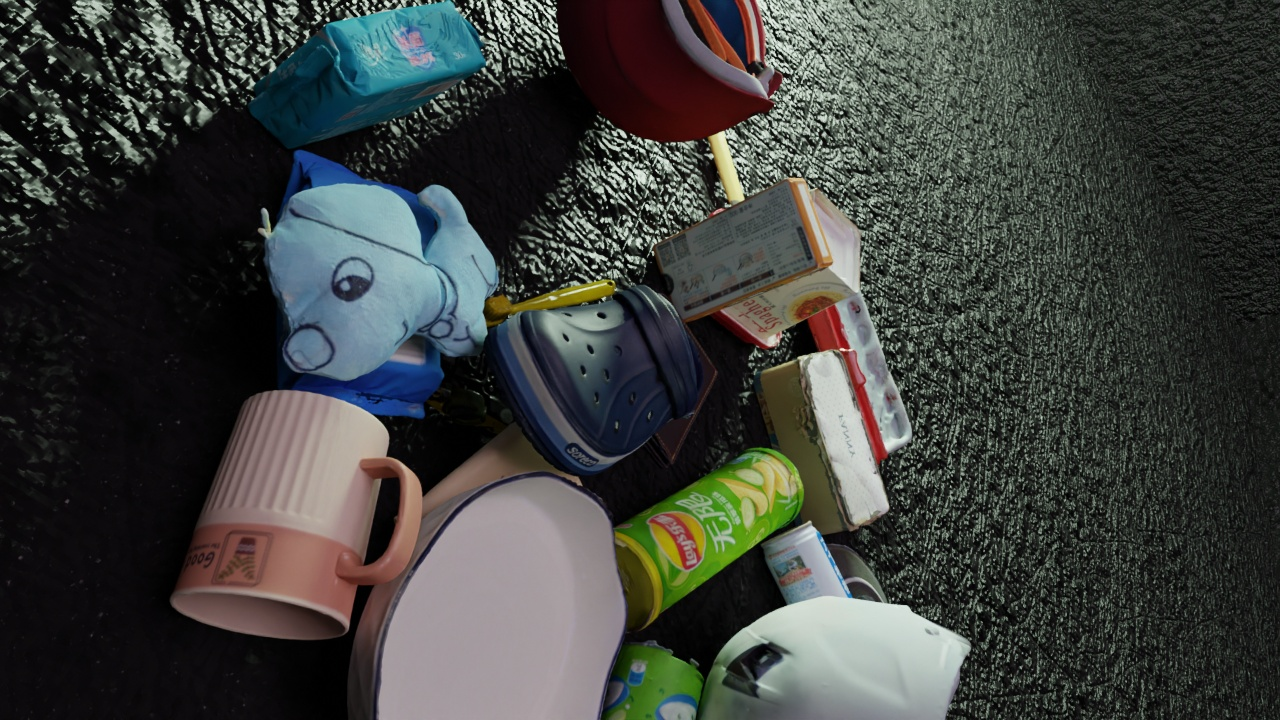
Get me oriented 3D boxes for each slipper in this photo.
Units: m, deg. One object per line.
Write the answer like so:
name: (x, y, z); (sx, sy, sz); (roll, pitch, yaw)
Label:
slipper: (-0.004, 0.004, 0.612); (0.105, 0.095, 0.252); (61, 22, 8)

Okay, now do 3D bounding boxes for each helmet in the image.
helmet: (0.107, 0.268, 0.623); (0.146, 0.259, 0.228); (12, 77, -3)
helmet: (0.015, -0.287, 0.793); (0.207, 0.144, 0.239); (49, 30, -23)

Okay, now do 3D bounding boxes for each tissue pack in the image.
tissue pack: (-0.171, -0.181, 0.577); (0.133, 0.093, 0.050); (-39, 108, -49)
tissue pack: (-0.170, -0.043, 0.551); (0.094, 0.052, 0.157); (12, 65, -47)

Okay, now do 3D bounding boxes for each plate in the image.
plate: (-0.082, 0.164, 0.522); (0.204, 0.046, 0.205); (-9, 101, -56)
plate: (0.200, 0.259, 0.854); (0.179, 0.024, 0.179); (21, 60, -41)

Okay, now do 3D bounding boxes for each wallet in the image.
wallet: (0.020, 0.015, 0.763); (0.096, 0.020, 0.122); (55, 41, -22)
wallet: (-0.088, 0.096, 0.576); (0.114, 0.024, 0.087); (-41, 121, -31)

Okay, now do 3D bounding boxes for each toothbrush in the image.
toothbrush: (-0.062, -0.046, 0.664); (0.015, 0.017, 0.189); (55, 25, 6)

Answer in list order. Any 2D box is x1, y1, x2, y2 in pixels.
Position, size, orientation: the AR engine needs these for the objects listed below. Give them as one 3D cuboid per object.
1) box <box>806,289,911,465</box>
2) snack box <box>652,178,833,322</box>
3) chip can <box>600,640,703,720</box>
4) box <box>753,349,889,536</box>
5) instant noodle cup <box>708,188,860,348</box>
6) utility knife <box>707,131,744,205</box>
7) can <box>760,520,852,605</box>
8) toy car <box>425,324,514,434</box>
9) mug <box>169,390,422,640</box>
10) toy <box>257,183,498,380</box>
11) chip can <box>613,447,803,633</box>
box: (0.225, 0.007, 0.972); (0.160, 0.059, 0.201); (-11, 82, -61)
snack box: (0.081, -0.088, 0.768); (0.026, 0.154, 0.075); (-15, 85, -49)
chip can: (-0.017, 0.296, 0.562); (0.072, 0.072, 0.235); (42, 47, -28)
box: (0.174, 0.085, 0.873); (0.089, 0.062, 0.184); (-7, 81, -48)
instant noodle cup: (0.128, -0.088, 0.843); (0.116, 0.124, 0.116); (33, 52, -34)
utility knife: (0.080, -0.223, 0.930); (0.030, 0.018, 0.167); (0, 76, -52)
can: (0.155, 0.209, 0.786); (0.053, 0.053, 0.134); (-12, 72, -49)
toy car: (-0.083, 0.024, 0.626); (0.155, 0.041, 0.071); (26, 56, -36)
mug: (-0.164, 0.078, 0.462); (0.082, 0.115, 0.105); (58, 32, -53)
toy: (-0.140, -0.048, 0.505); (0.156, 0.050, 0.161); (39, 46, -39)
chip can: (0.047, 0.128, 0.702); (0.220, 0.073, 0.072); (-20, 90, -50)
